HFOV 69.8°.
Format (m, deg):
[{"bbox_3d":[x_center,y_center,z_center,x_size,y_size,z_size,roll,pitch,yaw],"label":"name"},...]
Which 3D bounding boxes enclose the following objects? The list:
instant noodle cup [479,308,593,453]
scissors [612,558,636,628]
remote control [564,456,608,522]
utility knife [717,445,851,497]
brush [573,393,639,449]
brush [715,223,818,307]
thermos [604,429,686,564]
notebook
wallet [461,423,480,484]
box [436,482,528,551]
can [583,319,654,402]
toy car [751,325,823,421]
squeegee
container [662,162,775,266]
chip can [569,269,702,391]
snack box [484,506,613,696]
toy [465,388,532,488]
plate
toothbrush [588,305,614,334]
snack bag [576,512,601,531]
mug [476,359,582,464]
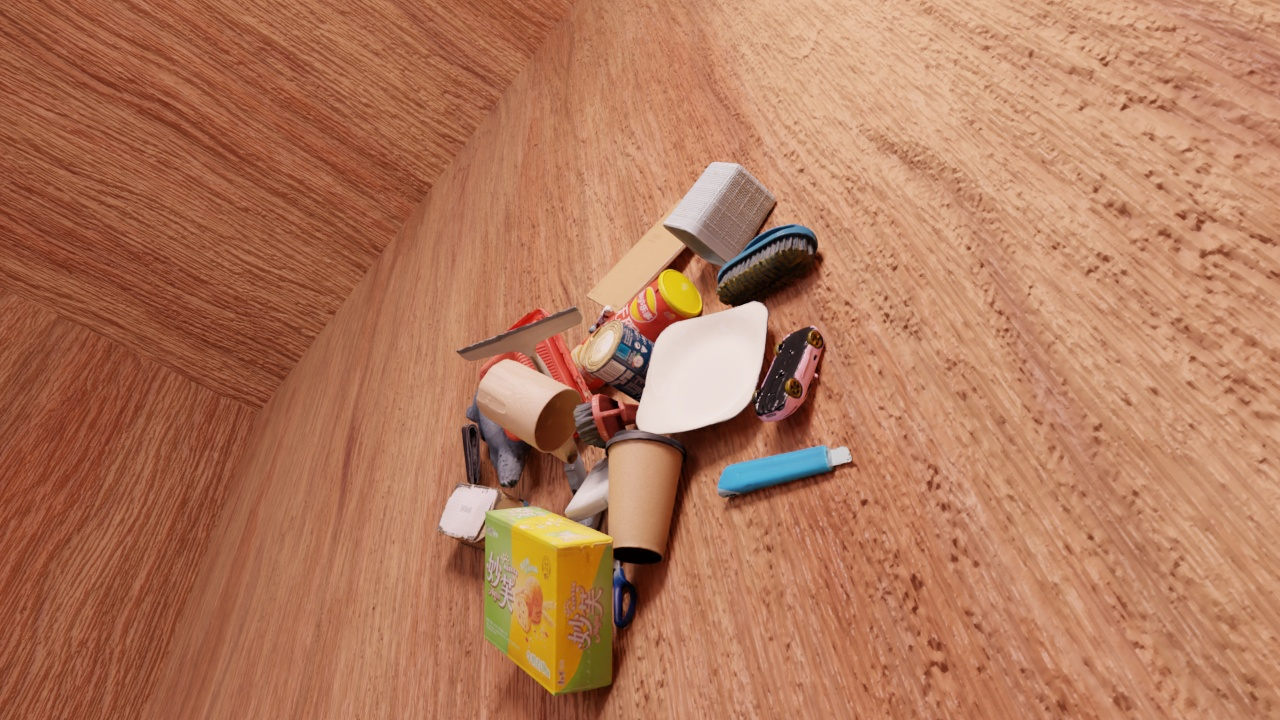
[{"bbox_3d":[-0.153,0.035,1.283,0.165,0.078,0.188,-34,79,48],"label":"instant noodle cup"},{"bbox_3d":[-0.035,0.243,1.046,0.147,0.012,0.169,-53,25,8],"label":"scissors"},{"bbox_3d":[-0.045,0.147,1.089,0.056,0.019,0.134,-26,12,22],"label":"remote control"},{"bbox_3d":[0.138,0.106,0.893,0.167,0.018,0.034,-22,46,47],"label":"utility knife"},{"bbox_3d":[-0.033,0.071,1.101,0.069,0.146,0.063,-17,79,8],"label":"brush"},{"bbox_3d":[0.148,-0.118,1.076,0.144,0.055,0.073,-31,37,43],"label":"brush"},{"bbox_3d":[0.002,0.147,1.011,0.093,0.093,0.143,-27,47,46],"label":"thermos"},{"bbox_3d":[0.015,-0.155,1.349,0.211,0.012,0.149,-47,25,-4],"label":"notebook"},{"bbox_3d":[-0.272,0.150,1.470,0.122,0.020,0.096,161,106,-74],"label":"wallet"},{"bbox_3d":[-0.232,0.231,1.346,0.185,0.059,0.089,-1,61,57],"label":"box"},{"bbox_3d":[-0.007,0.007,1.141,0.075,0.111,0.075,-41,31,31],"label":"can"},{"bbox_3d":[0.155,0.015,0.944,0.056,0.037,0.122,-20,32,47],"label":"toy car"},{"bbox_3d":[-0.110,0.070,1.184,0.247,0.246,0.039,-17,6,43],"label":"squeegee"},{"bbox_3d":[0.106,-0.192,1.196,0.111,0.090,0.090,-55,27,-1],"label":"container"},{"bbox_3d":[-0.014,-0.037,1.247,0.217,0.073,0.073,-36,33,36],"label":"chip can"},{"bbox_3d":[-0.107,0.257,1.017,0.210,0.070,0.157,3,93,60],"label":"snack box"},{"bbox_3d":[-0.218,0.092,1.436,0.138,0.091,0.356,-67,23,9],"label":"toy"},{"bbox_3d":[0.076,0.016,1.049,0.165,0.034,0.163,-13,48,36],"label":"plate"},{"bbox_3d":[-0.059,-0.057,1.337,0.017,0.016,0.188,-47,3,-11],"label":"toothbrush"},{"bbox_3d":[-0.063,0.188,1.135,0.045,0.026,0.105,-6,54,36],"label":"snack bag"},{"bbox_3d":[-0.132,0.066,1.129,0.103,0.125,0.084,26,59,32],"label":"mug"}]
